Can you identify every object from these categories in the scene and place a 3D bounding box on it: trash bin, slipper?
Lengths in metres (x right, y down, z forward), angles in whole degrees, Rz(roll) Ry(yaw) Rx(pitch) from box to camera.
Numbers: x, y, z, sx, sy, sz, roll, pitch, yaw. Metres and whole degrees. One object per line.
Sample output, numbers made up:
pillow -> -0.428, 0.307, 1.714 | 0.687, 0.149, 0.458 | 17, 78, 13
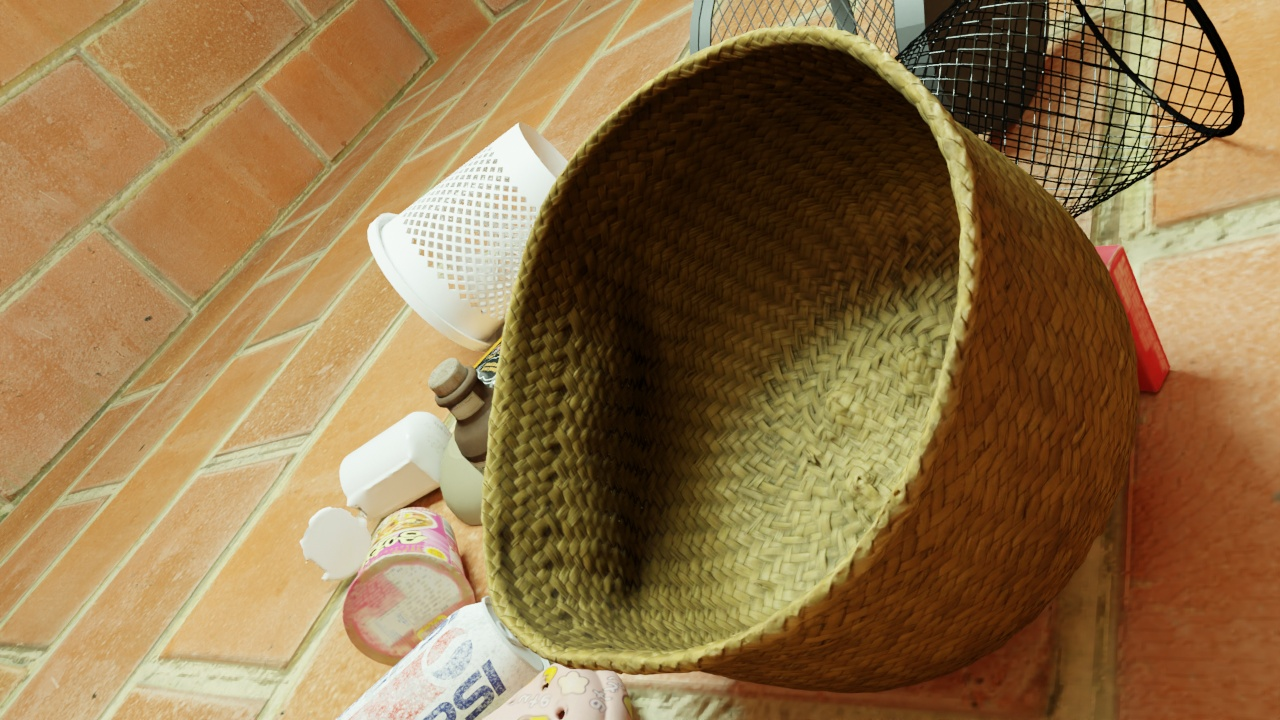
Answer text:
trash bin -> -0.161, -0.148, 1.028 | 0.200, 0.195, 0.195 | -40, 27, 14
trash bin -> 0.237, -0.156, 0.613 | 0.210, 0.184, 0.183 | -37, 28, 17
slipper -> -0.091, 0.246, 0.521 | 0.197, 0.081, 0.093 | -46, 30, -7
trash bin -> 0.200, -0.284, 0.800 | 0.228, 0.218, 0.217 | 8, 54, 50

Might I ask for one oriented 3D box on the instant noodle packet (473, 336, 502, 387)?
instant noodle packet -> -0.114, -0.034, 0.984 | 0.220, 0.032, 0.160 | -47, 15, -13

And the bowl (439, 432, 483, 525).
bowl -> -0.129, 0.075, 0.844 | 0.152, 0.050, 0.152 | -30, 30, 19

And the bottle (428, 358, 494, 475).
bottle -> -0.105, 0.061, 0.720 | 0.068, 0.157, 0.067 | -30, 30, 19

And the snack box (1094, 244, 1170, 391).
snack box -> 0.217, -0.023, 0.524 | 0.133, 0.089, 0.021 | 4, 47, 52

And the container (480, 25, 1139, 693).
container -> 0.077, 0.012, 0.456 | 0.308, 0.196, 0.306 | -27, 54, 45

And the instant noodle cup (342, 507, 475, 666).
instant noodle cup -> -0.183, 0.173, 0.734 | 0.098, 0.098, 0.108 | -39, 20, 2

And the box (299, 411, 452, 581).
box -> -0.251, 0.130, 0.887 | 0.140, 0.083, 0.141 | -30, 35, 21

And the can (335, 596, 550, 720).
can -> -0.131, 0.226, 0.600 | 0.136, 0.078, 0.078 | -42, 28, -4
